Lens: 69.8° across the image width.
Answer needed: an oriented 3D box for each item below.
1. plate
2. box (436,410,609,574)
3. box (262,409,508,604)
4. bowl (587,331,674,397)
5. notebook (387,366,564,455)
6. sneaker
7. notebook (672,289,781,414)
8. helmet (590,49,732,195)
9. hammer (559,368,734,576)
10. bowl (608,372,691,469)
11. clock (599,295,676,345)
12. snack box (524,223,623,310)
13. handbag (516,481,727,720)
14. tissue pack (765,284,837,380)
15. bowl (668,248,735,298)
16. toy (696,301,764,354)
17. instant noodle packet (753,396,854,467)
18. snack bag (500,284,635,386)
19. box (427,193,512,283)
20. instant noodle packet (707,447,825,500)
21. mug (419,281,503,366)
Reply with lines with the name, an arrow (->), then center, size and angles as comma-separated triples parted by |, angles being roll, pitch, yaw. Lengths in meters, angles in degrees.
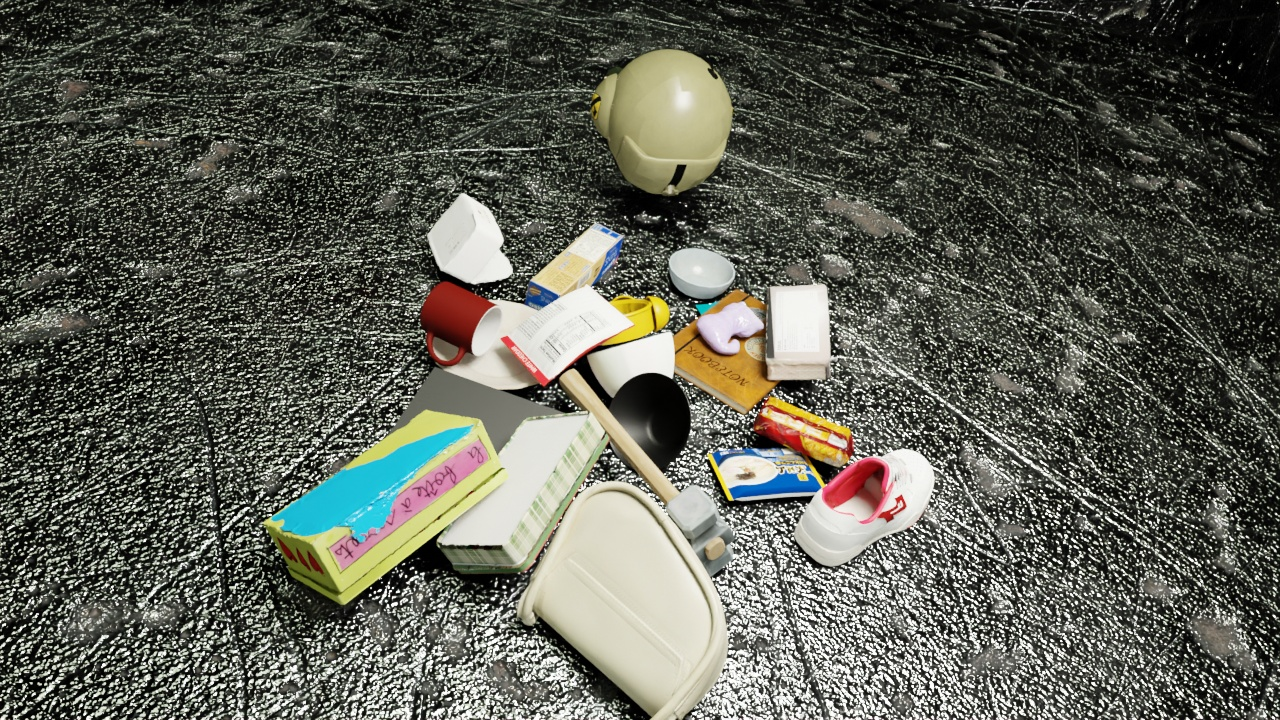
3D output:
plate -> -0.196, -0.016, 1.257 | 0.188, 0.027, 0.188 | 7, 40, -6
box -> -0.124, 0.142, 1.004 | 0.118, 0.050, 0.204 | -8, 36, 35
box -> -0.263, 0.146, 0.958 | 0.125, 0.082, 0.220 | 3, 34, 44
bowl -> -0.007, 0.007, 1.219 | 0.116, 0.117, 0.065 | -17, 91, -31
notebook -> -0.192, 0.096, 1.116 | 0.207, 0.016, 0.148 | 19, 49, 8
sneaker -> 0.291, 0.154, 1.120 | 0.236, 0.104, 0.090 | -20, 50, -34
notebook -> 0.147, -0.027, 1.369 | 0.178, 0.014, 0.248 | 31, 43, 22
helmet -> 0.043, -0.401, 1.580 | 0.250, 0.256, 0.232 | -2, 38, -15
hammer -> -0.005, 0.115, 1.088 | 0.051, 0.117, 0.323 | -35, 50, -11
bowl -> 0.023, 0.080, 1.160 | 0.124, 0.124, 0.052 | 42, 15, 31
clock -> -0.027, -0.058, 1.305 | 0.151, 0.052, 0.114 | -23, 19, -41
snack box -> -0.099, -0.137, 1.405 | 0.056, 0.057, 0.206 | 27, 41, 12
handbag -> -0.005, 0.261, 0.951 | 0.229, 0.132, 0.183 | 35, 70, 30
tissue pack -> 0.236, -0.035, 1.348 | 0.104, 0.071, 0.181 | -1, 37, 8
bowl -> 0.094, -0.133, 1.461 | 0.106, 0.039, 0.106 | 7, 40, -6
toy -> 0.134, -0.047, 1.348 | 0.099, 0.037, 0.080 | -21, 60, -27
instant noodle packet -> 0.218, 0.094, 1.208 | 0.135, 0.040, 0.098 | 22, 19, 12
snack bag -> -0.099, -0.039, 1.216 | 0.144, 0.039, 0.131 | -34, 43, -14
box -> -0.239, -0.167, 1.395 | 0.130, 0.103, 0.110 | 28, 22, -39
instant noodle packet -> 0.161, 0.143, 1.159 | 0.134, 0.026, 0.087 | -1, 34, -16
mug -> -0.243, -0.042, 1.205 | 0.082, 0.073, 0.105 | 25, 71, 15
